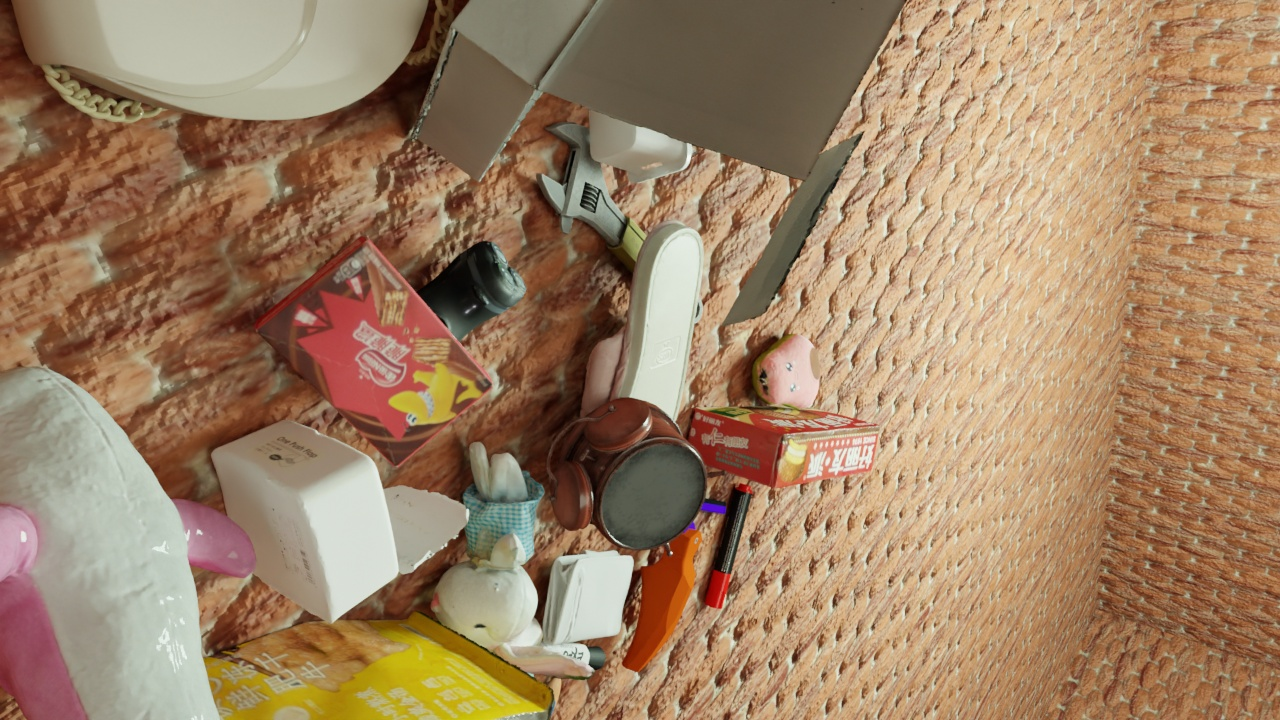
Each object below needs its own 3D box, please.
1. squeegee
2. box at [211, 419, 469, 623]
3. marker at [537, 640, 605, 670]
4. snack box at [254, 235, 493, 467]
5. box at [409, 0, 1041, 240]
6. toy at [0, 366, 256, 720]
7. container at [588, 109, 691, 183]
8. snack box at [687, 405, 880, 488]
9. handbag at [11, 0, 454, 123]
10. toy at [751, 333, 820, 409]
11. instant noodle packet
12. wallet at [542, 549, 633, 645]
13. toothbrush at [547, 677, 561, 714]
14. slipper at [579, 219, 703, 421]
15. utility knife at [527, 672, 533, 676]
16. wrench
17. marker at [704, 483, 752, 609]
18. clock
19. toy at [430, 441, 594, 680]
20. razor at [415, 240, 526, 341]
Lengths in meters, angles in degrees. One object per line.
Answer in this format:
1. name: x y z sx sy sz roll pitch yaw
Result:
1. squeegee: 0.026 0.228 0.935 0.249 0.055 0.184 27 86 -64
2. box: -0.180 0.094 0.600 0.136 0.109 0.124 -30 125 -42
3. marker: -0.070 0.276 0.856 0.126 0.025 0.025 33 75 -56
4. snack box: -0.171 -0.004 0.602 0.089 0.021 0.133 -41 120 -6
5. box: 0.012 -0.193 0.533 0.166 0.369 0.150 -60 142 -19
6. toy: -0.276 0.131 0.446 0.128 0.265 0.186 -36 164 11
7. container: -0.004 -0.213 0.734 0.049 0.081 0.129 -2 90 -36
8. snack box: 0.165 0.091 1.025 0.235 0.113 0.060 2 100 -51
9. handbag: -0.216 -0.233 0.473 0.208 0.103 0.211 -20 117 -38
10. toy: 0.167 0.018 1.053 0.109 0.051 0.090 -18 106 -43
11. instant noodle packet: -0.191 0.231 0.585 0.221 0.163 0.084 14 91 -52
12. wallet: -0.051 0.220 0.859 0.116 0.032 0.086 25 76 -60
13. toothbrush: -0.099 0.362 0.864 0.021 0.017 0.135 24 80 -56
14. slipper: -0.005 0.005 0.831 0.114 0.054 0.275 -11 120 -54
15. utility knife: -0.111 0.322 0.838 0.022 0.015 0.129 6 94 -55
16. wrench: -0.009 -0.108 0.820 0.273 0.018 0.083 41 65 -49
17. marker: 0.103 0.214 1.063 0.023 0.021 0.145 17 87 -75
18. clock: -0.014 0.094 0.766 0.157 0.072 0.120 31 94 -34
19. toy: -0.114 0.164 0.721 0.105 0.131 0.205 -17 109 -31
20. razor: -0.142 -0.027 0.644 0.140 0.064 0.053 -44 111 -21
